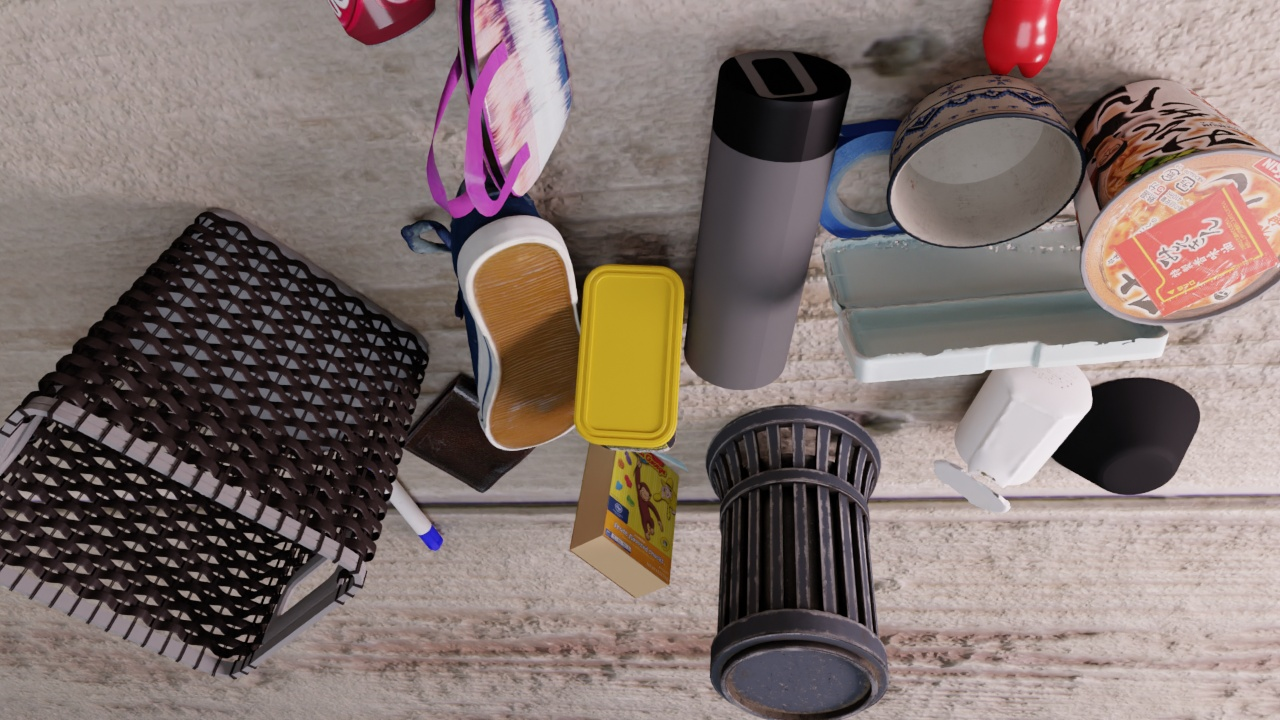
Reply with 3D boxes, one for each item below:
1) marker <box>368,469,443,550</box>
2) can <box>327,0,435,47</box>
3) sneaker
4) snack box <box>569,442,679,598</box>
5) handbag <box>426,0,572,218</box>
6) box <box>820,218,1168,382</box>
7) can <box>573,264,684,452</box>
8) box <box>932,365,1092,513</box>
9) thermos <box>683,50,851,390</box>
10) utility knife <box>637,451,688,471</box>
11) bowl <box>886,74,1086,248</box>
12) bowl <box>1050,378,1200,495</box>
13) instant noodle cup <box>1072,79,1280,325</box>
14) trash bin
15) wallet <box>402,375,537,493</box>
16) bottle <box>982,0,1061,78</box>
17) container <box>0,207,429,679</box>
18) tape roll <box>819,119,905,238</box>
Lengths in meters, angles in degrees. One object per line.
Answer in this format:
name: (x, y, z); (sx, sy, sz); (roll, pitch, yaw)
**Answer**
marker: (-0.249, 0.152, 0.968); (0.020, 0.020, 0.141); (-11, 131, 17)
can: (-0.173, -0.252, 0.548); (0.063, 0.063, 0.114); (-12, 130, 19)
sneaker: (-0.109, -0.035, 0.742); (0.120, 0.127, 0.295); (-17, 145, -12)
snack box: (-0.012, 0.139, 0.850); (0.040, 0.125, 0.088); (-30, 123, 30)
handbag: (-0.091, -0.149, 0.560); (0.068, 0.169, 0.145); (-1, 133, 9)
box: (0.231, -0.040, 0.623); (0.197, 0.135, 0.043); (-5, 134, 0)
can: (-0.004, 0.004, 0.701); (0.072, 0.130, 0.101); (3, 170, 5)
box: (0.301, 0.067, 0.766); (0.081, 0.091, 0.161); (25, 137, 11)
thermos: (0.082, -0.092, 0.649); (0.082, 0.082, 0.241); (6, 134, 2)
utility knife: (-0.012, 0.068, 0.787); (0.169, 0.015, 0.022); (22, 147, 54)
bowl: (0.212, -0.131, 0.579); (0.115, 0.059, 0.116); (2, 147, 1)
bowl: (0.416, 0.078, 0.782); (0.124, 0.052, 0.124); (4, 133, 4)
instant noodle cup: (0.326, -0.108, 0.573); (0.123, 0.121, 0.124); (4, 133, 4)
trash bin: (0.134, 0.178, 0.796); (0.164, 0.226, 0.164); (4, 133, 4)
wallet: (-0.162, 0.075, 0.878); (0.099, 0.031, 0.120); (35, 129, -18)
bottle: (0.226, -0.233, 0.524); (0.042, 0.041, 0.142); (0, 133, 8)
container: (-0.344, 0.065, 0.746); (0.245, 0.243, 0.248); (36, 128, -24)
tape roll: (0.168, -0.125, 0.651); (0.091, 0.016, 0.093); (3, 133, 5)
